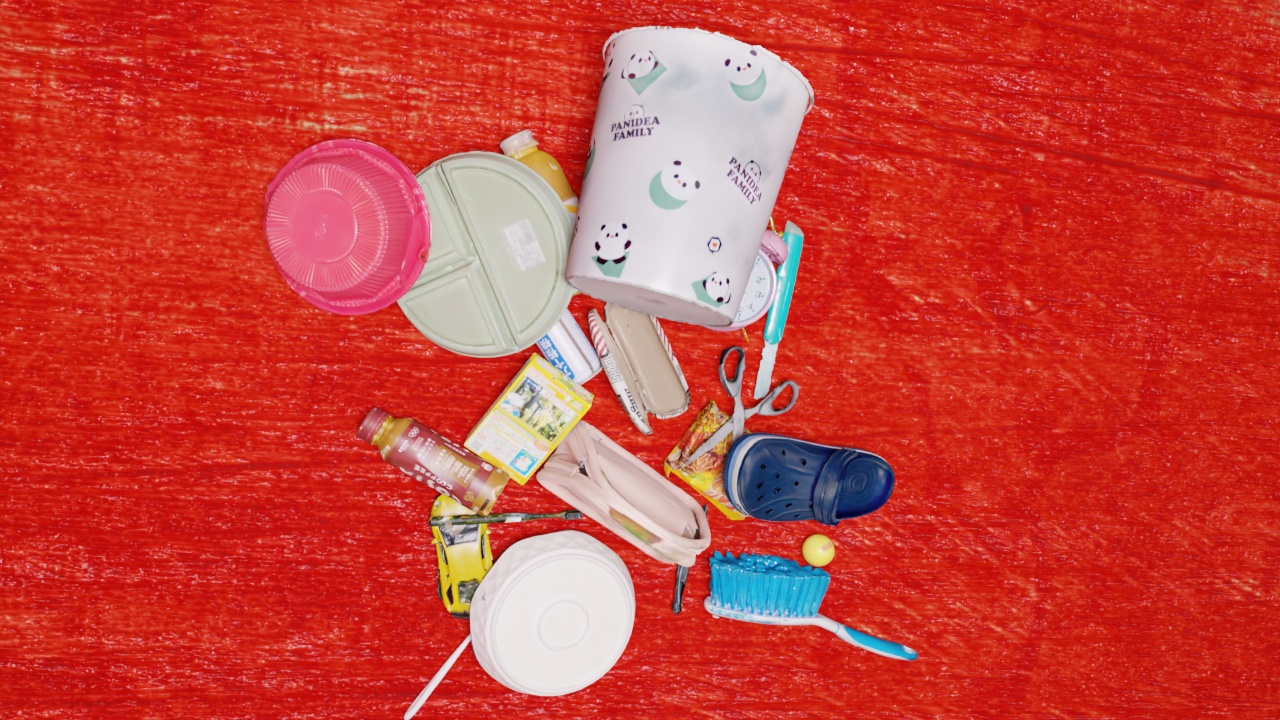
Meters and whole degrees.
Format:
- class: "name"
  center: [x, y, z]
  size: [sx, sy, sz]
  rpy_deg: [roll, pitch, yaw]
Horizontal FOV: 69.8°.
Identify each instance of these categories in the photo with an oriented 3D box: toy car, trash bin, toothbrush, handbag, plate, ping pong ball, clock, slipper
- class: "toy car"
  center: [-0.210, 0.227, 1.086]
  size: [0.071, 0.041, 0.156]
  rpy_deg: [-7, 96, -10]
- class: "trash bin"
  center: [0.039, -0.180, 0.966]
  size: [0.229, 0.230, 0.251]
  rpy_deg: [16, 86, -11]
- class: "toothbrush"
  center: [-0.226, 0.366, 1.113]
  size: [0.016, 0.016, 0.180]
  rpy_deg: [40, 88, -17]
- class: "handbag"
  center: [-0.007, 0.162, 1.012]
  size: [0.193, 0.234, 0.093]
  rpy_deg: [36, 86, -13]
- class: "toothbrush"
  center: [-0.155, 0.186, 1.078]
  size: [0.185, 0.017, 0.012]
  rpy_deg: [2, 90, -25]
- class: "plate"
  center: [-0.098, 0.307, 1.091]
  size: [0.204, 0.045, 0.205]
  rpy_deg: [-3, 98, -22]
- class: "plate"
  center: [-0.182, -0.115, 1.017]
  size: [0.230, 0.027, 0.230]
  rpy_deg: [2, 101, 11]
- class: "ping pong ball"
  center: [0.225, 0.240, 1.160]
  size: [0.040, 0.040, 0.040]
  rpy_deg: [-1, 97, -10]
- class: "clock"
  center: [0.111, -0.110, 1.089]
  size: [0.117, 0.060, 0.158]
  rpy_deg: [17, 91, -11]
- class: "slipper"
  center: [0.211, 0.151, 1.091]
  size: [0.252, 0.095, 0.105]
  rpy_deg: [9, 98, -31]

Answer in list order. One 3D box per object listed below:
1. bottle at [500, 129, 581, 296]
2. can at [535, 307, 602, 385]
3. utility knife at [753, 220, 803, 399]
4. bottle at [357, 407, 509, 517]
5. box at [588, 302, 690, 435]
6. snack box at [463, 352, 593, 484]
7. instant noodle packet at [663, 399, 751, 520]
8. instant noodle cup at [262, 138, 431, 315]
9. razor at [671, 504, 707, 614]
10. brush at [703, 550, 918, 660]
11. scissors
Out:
- class: "bottle"
  center: [-0.101, -0.167, 1.042]
  size: [0.068, 0.068, 0.189]
  rpy_deg: [-27, 100, -6]
- class: "can"
  center: [-0.100, -0.035, 1.066]
  size: [0.053, 0.053, 0.134]
  rpy_deg: [-34, 101, -4]
- class: "utility knife"
  center: [0.168, -0.060, 1.128]
  size: [0.029, 0.013, 0.222]
  rpy_deg: [11, 93, -9]
- class: "bottle"
  center: [-0.238, 0.113, 1.052]
  size: [0.175, 0.057, 0.057]
  rpy_deg: [30, 91, -3]
- class: "box"
  center: [-0.008, 0.007, 1.070]
  size: [0.076, 0.087, 0.162]
  rpy_deg: [-16, 107, 32]
- class: "snack box"
  center: [-0.129, 0.069, 1.061]
  size: [0.087, 0.033, 0.141]
  rpy_deg: [36, 113, -12]
- class: "instant noodle packet"
  center: [0.106, 0.127, 1.125]
  size: [0.128, 0.044, 0.111]
  rpy_deg: [36, 92, -12]
- class: "instant noodle cup"
  center: [-0.327, -0.142, 0.986]
  size: [0.194, 0.065, 0.194]
  rpy_deg: [1, 99, 7]
- class: "razor"
  center: [0.057, 0.249, 1.140]
  size: [0.022, 0.042, 0.143]
  rpy_deg: [15, 100, 8]
- class: "brush"
  center: [0.225, 0.316, 1.167]
  size: [0.314, 0.060, 0.109]
  rpy_deg: [10, 100, -13]
- class: "scissors"
  center: [0.122, 0.068, 1.104]
  size: [0.159, 0.014, 0.181]
  rpy_deg: [-6, 85, -17]
